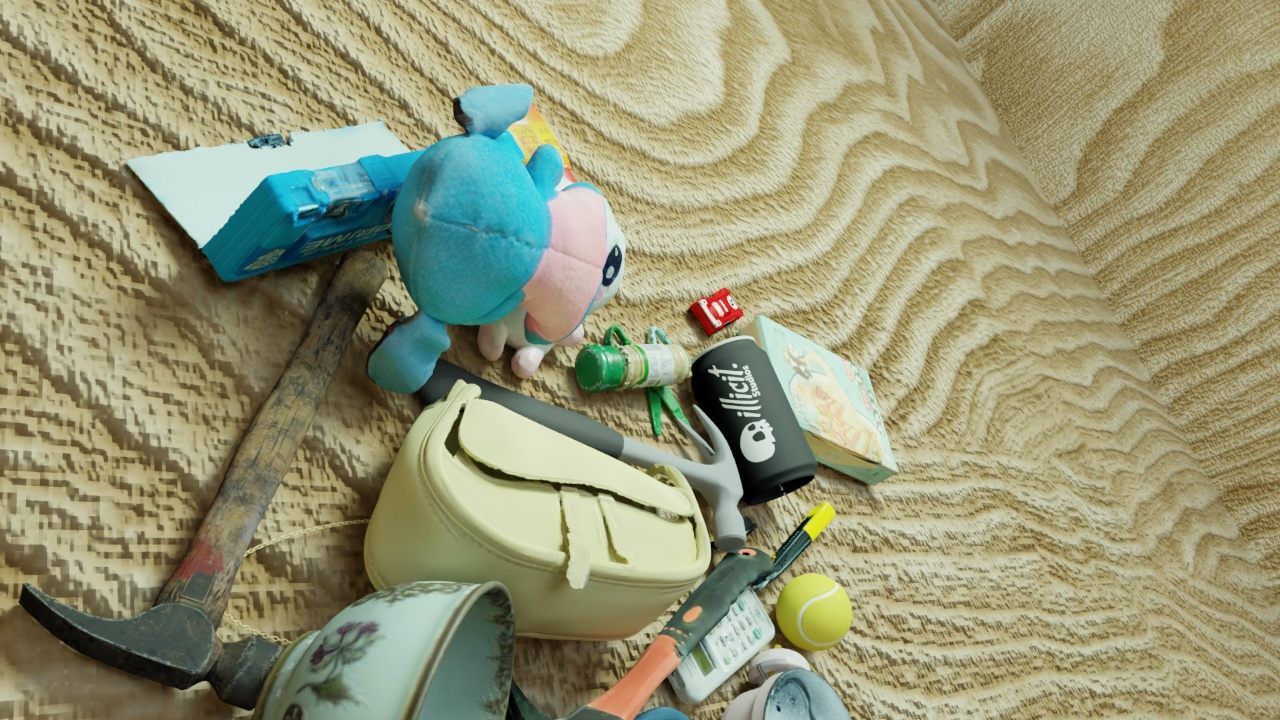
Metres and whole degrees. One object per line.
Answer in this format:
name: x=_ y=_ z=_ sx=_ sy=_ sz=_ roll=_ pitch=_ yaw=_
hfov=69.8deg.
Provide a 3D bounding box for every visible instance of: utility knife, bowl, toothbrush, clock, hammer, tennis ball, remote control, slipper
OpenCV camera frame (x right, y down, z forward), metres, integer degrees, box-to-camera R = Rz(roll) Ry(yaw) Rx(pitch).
utility knife: x=0.142 y=0.175 z=0.859 sx=0.020 sy=0.029 sz=0.173 roll=53 pitch=34 yaw=6
bowl: x=-0.134 y=0.182 z=0.461 sx=0.094 sy=0.160 sz=0.159 roll=11 pitch=38 yaw=10
toothbrush: x=0.048 y=0.163 z=0.775 sx=0.017 sy=0.014 sz=0.187 roll=50 pitch=33 yaw=19
clock: x=0.118 y=0.289 z=0.703 sx=0.117 sy=0.059 sz=0.157 roll=53 pitch=35 yaw=-9
hammer: x=-0.038 y=0.060 z=0.741 sx=0.310 sy=0.030 sz=0.124 roll=23 pitch=43 yaw=-31
tennis ball: x=0.151 y=0.219 z=0.798 sx=0.065 sy=0.065 sz=0.065 roll=29 pitch=42 yaw=-30
remote control: x=0.061 y=0.224 z=0.728 sx=0.133 sy=0.022 sz=0.050 roll=-15 pitch=74 yaw=-53
hammer: x=0.027 y=0.199 z=0.656 sx=0.332 sy=0.133 sz=0.033 roll=-20 pitch=115 yaw=-62
hammer: x=-0.224 y=0.034 z=0.553 sx=0.120 sy=0.033 sz=0.329 roll=29 pitch=39 yaw=-19
slipper: x=-0.014 y=0.283 z=0.563 sx=0.213 sy=0.059 sz=0.103 roll=-8 pitch=69 yaw=-53

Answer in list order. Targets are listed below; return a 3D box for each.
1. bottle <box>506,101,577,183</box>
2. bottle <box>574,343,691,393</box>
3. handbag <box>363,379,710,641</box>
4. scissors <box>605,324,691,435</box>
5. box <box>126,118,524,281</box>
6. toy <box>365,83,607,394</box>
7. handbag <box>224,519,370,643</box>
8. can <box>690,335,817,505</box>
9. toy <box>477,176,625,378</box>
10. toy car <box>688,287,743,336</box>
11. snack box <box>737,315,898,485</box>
bottle: x=-0.103 y=-0.196 z=0.875 sx=0.071 sy=0.049 sz=0.134 roll=-22 pitch=78 yaw=-54
bottle: x=-0.005 y=0.005 z=0.812 sx=0.109 sy=0.043 sz=0.042 roll=-3 pitch=63 yaw=-41
handbag: x=-0.052 y=0.098 z=0.603 sx=0.232 sy=0.089 sz=0.190 roll=26 pitch=31 yaw=-26
scissors: x=0.017 y=0.016 z=0.866 sx=0.131 sy=0.012 sz=0.112 roll=55 pitch=38 yaw=2
box: x=-0.213 y=-0.143 z=0.659 sx=0.113 sy=0.114 sz=0.242 roll=58 pitch=35 yaw=-1
toy: x=-0.097 y=-0.072 z=0.637 sx=0.099 sy=0.224 sz=0.191 roll=21 pitch=2 yaw=34
handbag: x=-0.161 y=0.133 z=0.552 sx=0.177 sy=0.028 sz=0.084 roll=9 pitch=53 yaw=-40
can: x=0.105 y=0.057 z=0.871 sx=0.080 sy=0.080 sz=0.146 roll=2 pitch=59 yaw=-48
toy: x=-0.082 y=-0.071 z=0.764 sx=0.139 sy=0.102 sz=0.179 roll=42 pitch=54 yaw=-37
toy car: x=0.085 y=-0.055 z=0.991 sx=0.038 sy=0.025 sz=0.089 roll=56 pitch=35 yaw=4
snack box: x=0.196 y=0.047 z=1.017 sx=0.193 sy=0.044 sz=0.141 roll=24 pitch=43 yaw=-34
